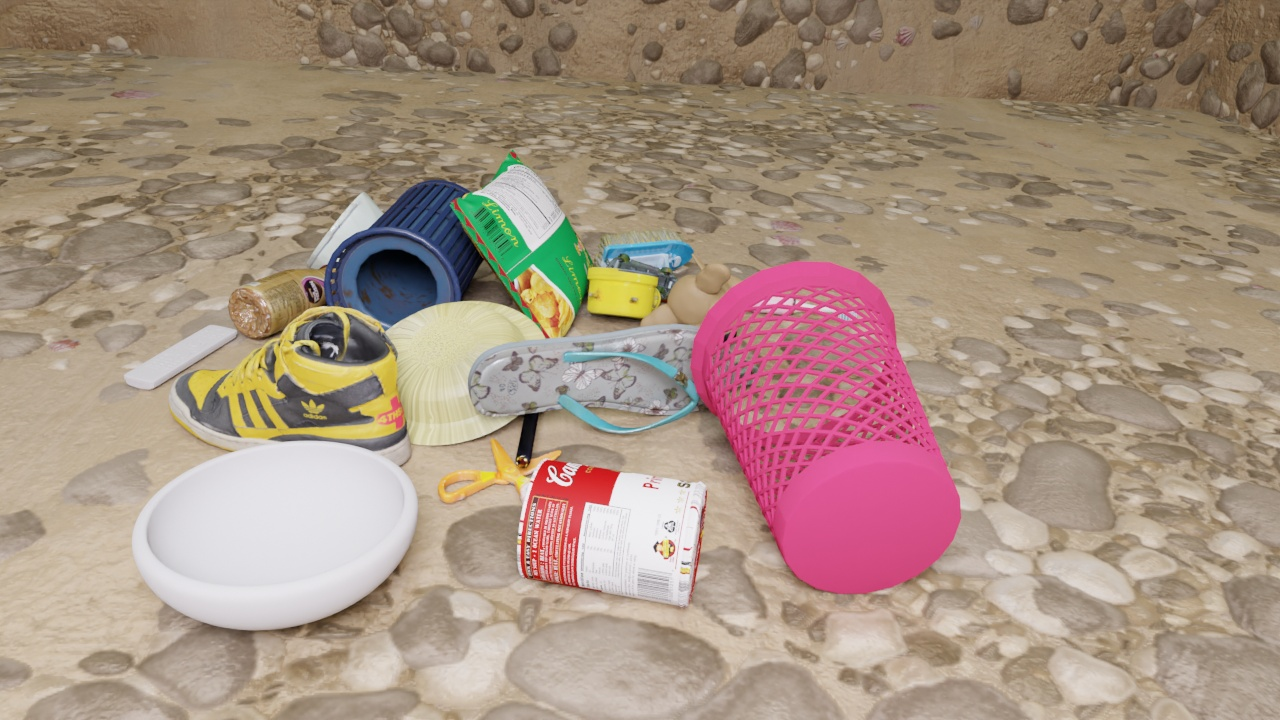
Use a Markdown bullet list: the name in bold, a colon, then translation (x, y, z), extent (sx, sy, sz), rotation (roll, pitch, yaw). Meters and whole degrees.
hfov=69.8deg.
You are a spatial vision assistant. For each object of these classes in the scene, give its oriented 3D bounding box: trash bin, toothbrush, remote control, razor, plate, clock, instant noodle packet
- **trash bin**: translation (-0.251, -0.118, 1.047), extent (0.139, 0.139, 0.249), rotation (4, 24, -1)
- **toothbrush**: translation (0.156, -0.071, 1.132), extent (0.223, 0.026, 0.027), rotation (8, 6, 8)
- **remote control**: translation (-0.459, -0.005, 0.922), extent (0.033, 0.012, 0.130), rotation (11, 26, 9)
- **razor**: translation (-0.099, 0.056, 0.825), extent (0.043, 0.022, 0.144), rotation (2, 20, -2)
- **plate**: translation (-0.179, -0.005, 0.857), extent (0.184, 0.036, 0.184), rotation (-3, 47, 3)
- **clock**: translation (-0.020, -0.080, 1.077), extent (0.083, 0.057, 0.118), rotation (6, 1, 10)
- **instant noodle packet**: translation (-0.125, -0.133, 1.067), extent (0.090, 0.195, 0.252), rotation (-27, 19, 19)

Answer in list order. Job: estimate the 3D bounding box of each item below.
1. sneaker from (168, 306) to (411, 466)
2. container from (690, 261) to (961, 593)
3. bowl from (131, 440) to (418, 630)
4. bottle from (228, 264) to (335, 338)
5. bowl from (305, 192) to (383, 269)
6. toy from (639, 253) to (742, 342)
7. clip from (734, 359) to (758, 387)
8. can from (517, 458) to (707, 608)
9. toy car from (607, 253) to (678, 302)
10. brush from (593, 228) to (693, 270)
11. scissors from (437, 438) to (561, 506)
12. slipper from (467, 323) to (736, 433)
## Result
- **sneaker**: translation (-0.307, 0.012, 0.784), extent (0.239, 0.122, 0.085), rotation (12, 26, 14)
- **container**: translation (0.147, 0.055, 0.721), extent (0.183, 0.183, 0.225), rotation (1, 33, -7)
- **bowl**: translation (-0.240, 0.126, 0.620), extent (0.176, 0.066, 0.176), rotation (3, 26, -2)
- **bottle**: translation (-0.381, -0.076, 1.029), extent (0.060, 0.060, 0.165), rotation (13, 25, 18)
- **bowl**: translation (-0.356, -0.146, 1.142), extent (0.061, 0.118, 0.117), rotation (38, 20, -17)
- **toy**: translation (0.076, -0.068, 1.048), extent (0.106, 0.134, 0.108), rotation (50, 32, -2)
- **clip**: translation (0.083, 0.015, 0.950), extent (0.078, 0.023, 0.050), rotation (-23, 38, -40)
- **can**: translation (-0.017, 0.120, 0.642), extent (0.116, 0.087, 0.086), rotation (8, 26, 9)
- **toy car**: translation (0.001, -0.100, 1.140), extent (0.091, 0.036, 0.042), rotation (19, 58, -3)
- **brush**: translation (0.012, -0.131, 1.210), extent (0.135, 0.055, 0.075), rotation (-10, 51, -26)
- **scissors**: translation (-0.106, 0.098, 0.761), extent (0.128, 0.011, 0.125), rotation (24, 30, 34)
- **slipper**: translation (-0.017, 0.018, 0.817), extent (0.268, 0.098, 0.054), rotation (1, 32, -28)
